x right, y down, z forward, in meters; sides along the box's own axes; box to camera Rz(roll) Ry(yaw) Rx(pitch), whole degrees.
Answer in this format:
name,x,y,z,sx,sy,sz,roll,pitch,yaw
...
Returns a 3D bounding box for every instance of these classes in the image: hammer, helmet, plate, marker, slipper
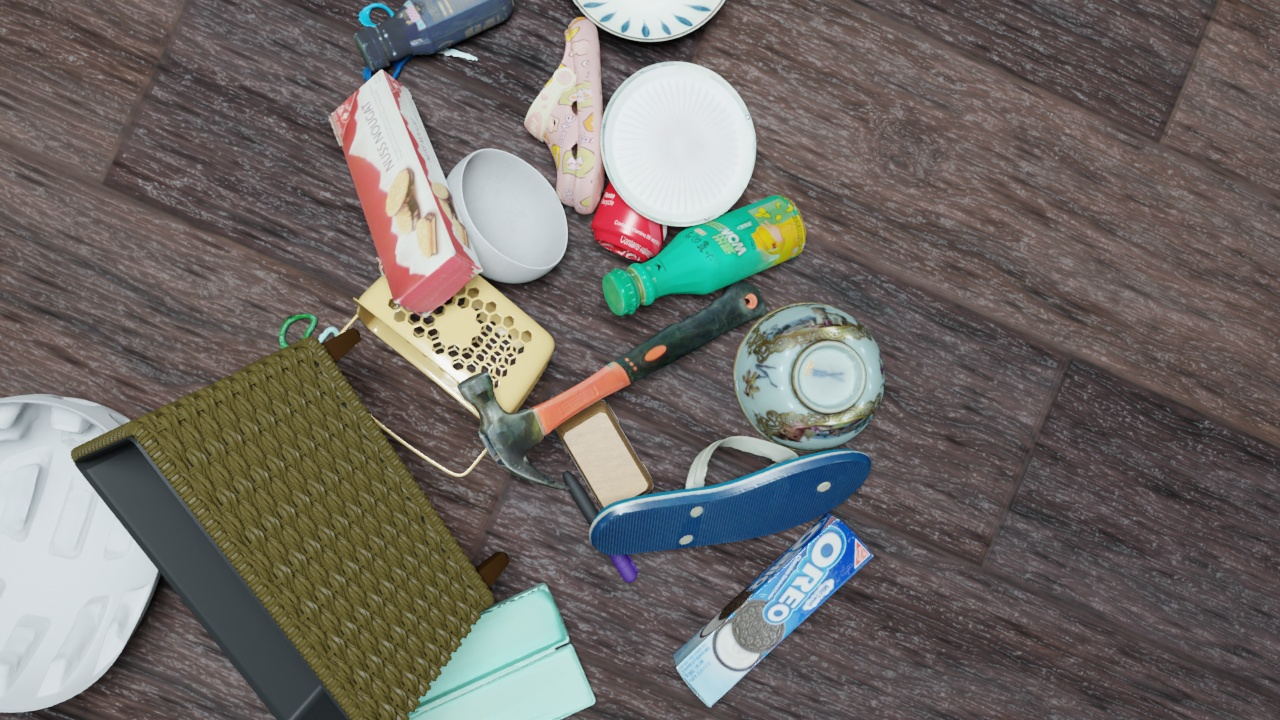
name,x,y,z,sx,sy,sz,roll,pitch,yaw
hammer,-0.005,0.005,0.887,0.332,0.033,0.133,-31,101,-27
helmet,-0.550,0.173,0.836,0.224,0.184,0.282,10,78,-8
plate,0.036,-0.208,0.887,0.157,0.014,0.157,-1,94,-14
marker,-0.042,0.171,0.952,0.018,0.015,0.134,-32,91,-31
slipper,0.087,0.133,0.920,0.294,0.118,0.060,-9,45,-15
slipper,-0.076,-0.246,0.919,0.081,0.093,0.197,-1,87,-2

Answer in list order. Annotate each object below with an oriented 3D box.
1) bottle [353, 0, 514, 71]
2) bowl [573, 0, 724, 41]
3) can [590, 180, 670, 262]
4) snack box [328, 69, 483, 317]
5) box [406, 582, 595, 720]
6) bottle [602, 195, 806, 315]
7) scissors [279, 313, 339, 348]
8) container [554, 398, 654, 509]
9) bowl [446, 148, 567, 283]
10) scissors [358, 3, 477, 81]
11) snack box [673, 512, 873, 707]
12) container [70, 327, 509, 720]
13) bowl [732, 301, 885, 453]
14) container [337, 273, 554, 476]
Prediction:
name,x,y,z,sx,sy,sz,roll,pitch,yaw
bottle,-0.207,-0.341,0.922,0.160,0.056,0.056,-30,91,-11
bowl,0.006,-0.400,0.935,0.177,0.071,0.177,0,88,-3
can,0.007,-0.176,0.930,0.074,0.074,0.142,23,88,-3
snack box,-0.225,-0.163,0.854,0.077,0.044,0.272,-36,56,14
box,-0.155,0.325,0.935,0.186,0.033,0.136,-22,90,-3
bottle,0.062,-0.101,0.909,0.209,0.068,0.068,-23,90,-20
scissors,-0.353,0.016,0.940,0.070,0.014,0.130,25,87,-2
container,-0.036,0.100,0.929,0.063,0.061,0.114,-30,91,-3
bowl,-0.141,-0.135,0.906,0.065,0.131,0.132,-28,91,39
scissors,-0.231,-0.318,0.953,0.133,0.015,0.104,13,85,-7
snack box,0.133,0.253,0.939,0.226,0.059,0.059,-41,87,-3
container,-0.283,0.144,0.804,0.204,0.177,0.321,-44,110,-42
bowl,0.179,0.017,0.926,0.160,0.094,0.160,0,88,-3
container,-0.195,0.001,0.891,0.183,0.129,0.166,40,78,-2
